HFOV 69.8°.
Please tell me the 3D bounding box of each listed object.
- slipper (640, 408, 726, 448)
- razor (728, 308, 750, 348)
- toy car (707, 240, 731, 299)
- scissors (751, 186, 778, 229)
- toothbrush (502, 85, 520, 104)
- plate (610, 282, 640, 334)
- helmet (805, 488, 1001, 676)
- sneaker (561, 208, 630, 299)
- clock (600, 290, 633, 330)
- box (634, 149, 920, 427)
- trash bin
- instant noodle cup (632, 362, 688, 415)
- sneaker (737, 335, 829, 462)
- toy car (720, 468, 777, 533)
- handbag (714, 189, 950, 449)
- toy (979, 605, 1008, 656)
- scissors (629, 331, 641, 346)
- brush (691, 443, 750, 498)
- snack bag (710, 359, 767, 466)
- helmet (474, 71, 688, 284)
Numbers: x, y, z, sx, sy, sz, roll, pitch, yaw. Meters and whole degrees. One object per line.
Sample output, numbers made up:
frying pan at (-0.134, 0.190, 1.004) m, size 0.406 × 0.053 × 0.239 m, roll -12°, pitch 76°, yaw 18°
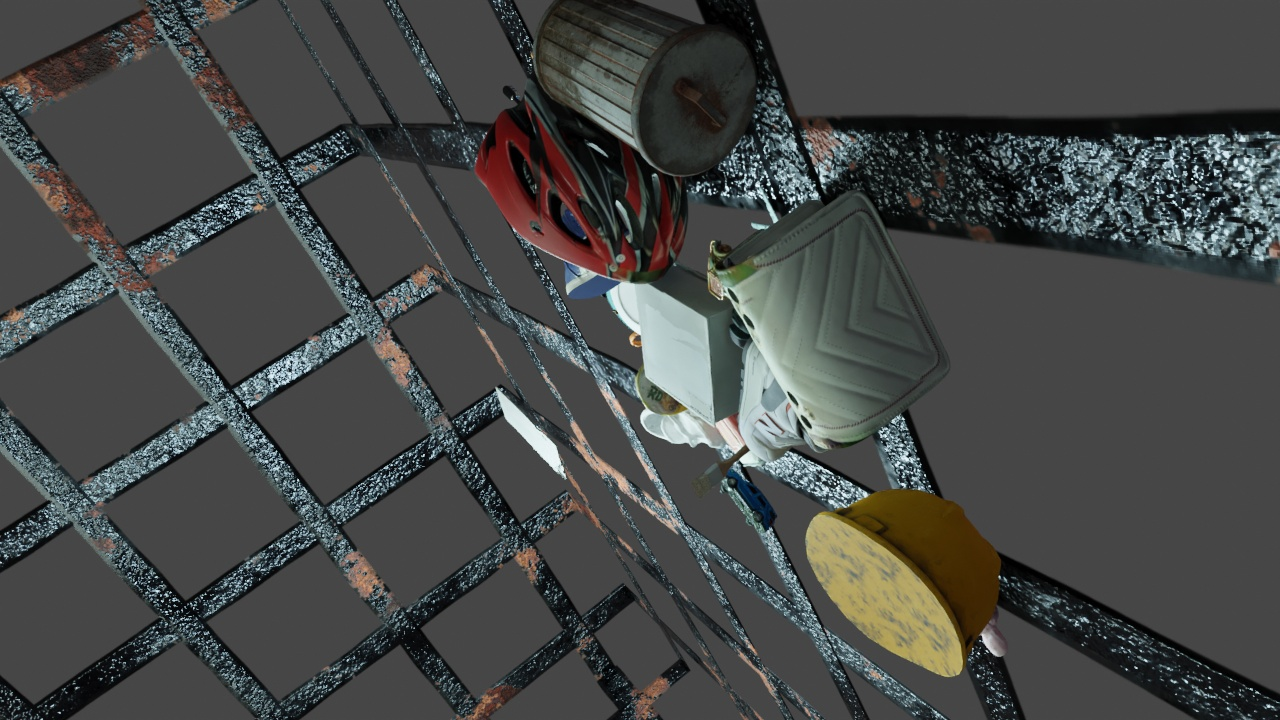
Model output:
slipper at (0.069, 0.105, 1.542) m, size 0.112 × 0.074 × 0.247 m, roll 44°, pitch 167°, yaw -20°
razor at (0.144, -0.009, 1.116) m, size 0.047 × 0.052 × 0.143 m, roll 58°, pitch 175°, yaw 44°
toy car at (0.105, -0.093, 1.053) m, size 0.112 × 0.047 × 0.047 m, roll 42°, pitch 157°, yaw 37°
scissors at (0.157, -0.115, 0.932) m, size 0.135 × 0.015 × 0.135 m, roll 38°, pitch 156°, yaw 60°
toothbrush at (-0.143, -0.340, 1.317) m, size 0.167 × 0.014 × 0.014 m, roll 47°, pitch 129°, yaw 16°
plate at (0.004, -0.089, 1.312) m, size 0.135 × 0.011 × 0.135 m, roll 23°, pitch 129°, yaw 32°
helmet at (0.296, 0.214, 0.978) m, size 0.205 × 0.131 × 0.256 m, roll 53°, pitch 165°, yaw 6°
sneaker at (-0.040, -0.180, 1.257) m, size 0.234 × 0.091 × 0.118 m, roll -31°, pitch 66°, yaw 57°
clock at (-0.024, -0.103, 1.395) m, size 0.124 × 0.053 × 0.090 m, roll 53°, pitch 163°, yaw 4°
box at (0.185, -0.109, 1.235) m, size 0.169 × 0.403 × 0.172 m, roll 38°, pitch 157°, yaw 48°
trash bin at (0.003, -0.263, 0.852) m, size 0.211 × 0.130 × 0.131 m, roll 42°, pitch 160°, yaw 43°
instant noodle cup at (0.033, 0.037, 1.445) m, size 0.102 × 0.102 × 0.108 m, roll 56°, pitch 171°, yaw -4°
sneaker at (0.183, 0.068, 1.084) m, size 0.124 × 0.088 × 0.240 m, roll 46°, pitch 159°, yaw 39°
toy car at (0.177, 0.229, 1.512) m, size 0.120 × 0.043 × 0.056 m, roll 50°, pitch 164°, yaw 9°
handbag at (0.168, -0.035, 0.825) m, size 0.198 × 0.141 × 0.096 m, roll 60°, pitch 166°, yaw -15°
toy at (0.384, 0.293, 1.049) m, size 0.110 × 0.047 × 0.063 m, roll 52°, pitch 171°, yaw -35°
scissors at (0.031, -0.027, 1.429) m, size 0.130 × 0.070 × 0.013 m, roll 43°, pitch -149°, yaw -62°
brush at (0.130, 0.136, 1.274) m, size 0.008 × 0.143 × 0.045 m, roll 46°, pitch 171°, yaw 34°
snack bag at (0.114, 0.057, 1.355) m, size 0.225 × 0.041 × 0.077 m, roll 53°, pitch 165°, yaw -2°
helmet at (-0.054, -0.202, 1.022) m, size 0.272 × 0.216 × 0.167 m, roll 50°, pitch 130°, yaw 19°
